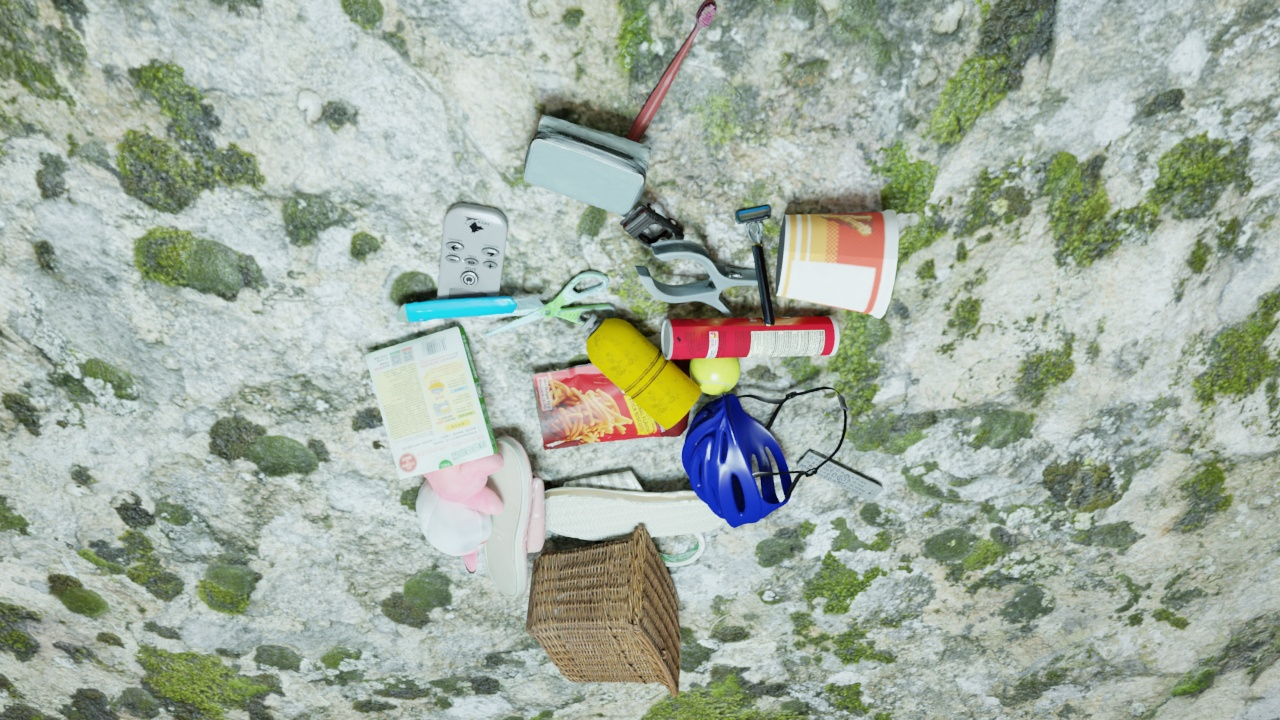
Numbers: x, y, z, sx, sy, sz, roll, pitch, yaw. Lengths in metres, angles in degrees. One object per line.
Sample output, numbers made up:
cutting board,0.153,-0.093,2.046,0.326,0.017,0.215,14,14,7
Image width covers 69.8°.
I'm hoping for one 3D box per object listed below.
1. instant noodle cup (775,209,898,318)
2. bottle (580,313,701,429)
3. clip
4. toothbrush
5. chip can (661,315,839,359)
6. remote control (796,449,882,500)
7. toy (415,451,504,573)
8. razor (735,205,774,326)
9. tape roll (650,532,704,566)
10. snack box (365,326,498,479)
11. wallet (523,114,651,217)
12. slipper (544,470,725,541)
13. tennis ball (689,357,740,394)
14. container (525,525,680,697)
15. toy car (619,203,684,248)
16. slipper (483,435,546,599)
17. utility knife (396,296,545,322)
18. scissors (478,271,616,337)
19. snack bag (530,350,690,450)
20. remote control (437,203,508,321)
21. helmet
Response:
instant noodle cup,0.223,-0.117,1.062,0.121,0.123,0.124,5,126,4
bottle,-0.007,0.007,1.145,0.164,0.070,0.071,42,116,-7
clip,0.079,-0.110,1.086,0.163,0.028,0.115,16,128,-37
toothbrush,0.028,-0.297,0.983,0.016,0.016,0.190,24,122,-18
chip can,0.136,-0.029,1.138,0.214,0.051,0.052,-1,126,-11
remote control,0.289,0.167,1.325,0.136,0.013,0.033,25,122,-18
toy,-0.256,0.184,1.261,0.142,0.084,0.214,34,132,23
razor,0.144,-0.111,1.099,0.043,0.022,0.144,-10,104,4
tape roll,0.051,0.276,1.395,0.094,0.018,0.094,-1,126,-1
snack box,-0.266,0.054,1.168,0.132,0.027,0.168,-16,89,9
wallet,-0.059,-0.214,1.005,0.131,0.054,0.101,14,155,-11
slipper,-0.012,0.211,1.325,0.273,0.053,0.115,1,129,3
tennis ball,0.096,0.011,1.176,0.065,0.065,0.065,-1,126,-1
container,-0.051,0.382,1.363,0.183,0.161,0.250,-8,138,12
toy car,0.016,-0.149,1.060,0.040,0.037,0.092,-36,152,20
slipper,-0.178,0.222,1.303,0.054,0.114,0.275,-21,131,-40
utility knife,-0.209,-0.064,1.122,0.185,0.015,0.031,-2,132,5
scissors,-0.115,-0.054,1.146,0.175,0.032,0.093,-17,129,8
snack bag,-0.036,0.053,1.224,0.208,0.066,0.139,-9,120,-6
remote control,-0.203,-0.116,1.105,0.074,0.019,0.151,9,125,-8
helmet,0.170,0.120,1.204,0.228,0.147,0.241,-18,137,13
